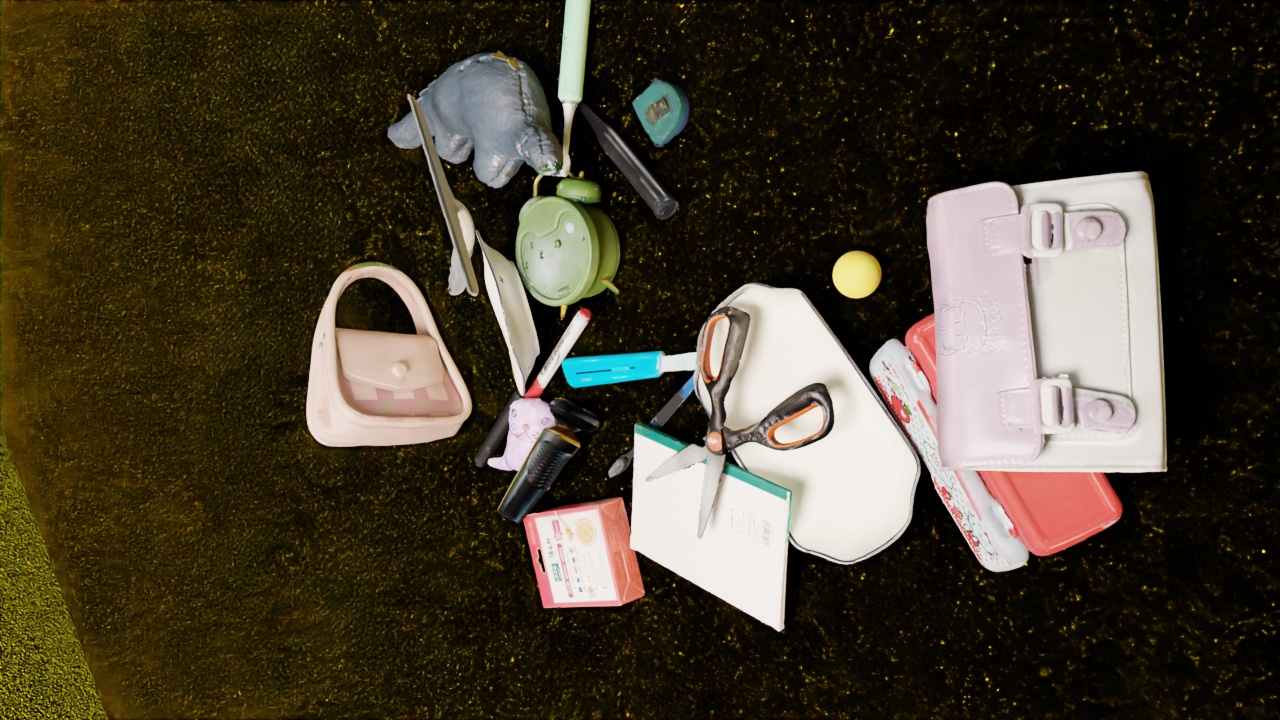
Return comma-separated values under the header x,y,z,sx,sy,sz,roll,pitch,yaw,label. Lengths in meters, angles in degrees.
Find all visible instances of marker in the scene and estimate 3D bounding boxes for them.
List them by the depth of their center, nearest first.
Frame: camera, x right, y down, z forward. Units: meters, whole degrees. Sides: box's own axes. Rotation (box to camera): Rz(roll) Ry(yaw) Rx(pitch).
x,y,z,sx,sy,sz,roll,pitch,yaw,label
-0.096,-0.004,1.056,0.017,0.017,0.146,52,126,23,marker
-0.173,0.084,1.134,0.020,0.022,0.132,31,123,-7,marker

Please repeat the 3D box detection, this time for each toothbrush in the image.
x,y,z,sx,sy,sz,roll,pitch,yaw,label
-0.028,-0.229,0.958,0.027,0.026,0.212,-36,67,2,toothbrush
-0.071,-0.305,0.961,0.027,0.026,0.224,7,93,51,toothbrush
0.017,0.066,0.969,0.014,0.016,0.190,50,125,16,toothbrush

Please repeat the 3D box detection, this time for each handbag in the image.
x,y,z,sx,sy,sz,roll,pitch,yaw,label
0.277,-0.022,0.637,0.145,0.098,0.197,-4,86,23,handbag
-0.322,-0.011,1.152,0.094,0.193,0.234,-24,71,39,handbag

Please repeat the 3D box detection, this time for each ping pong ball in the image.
x,y,z,sx,sy,sz,roll,pitch,yaw,label
0.185,-0.073,0.783,0.040,0.040,0.040,7,101,40,ping pong ball

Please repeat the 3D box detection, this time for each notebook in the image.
x,y,z,sx,sy,sz,roll,pitch,yaw,label
0.064,0.161,0.919,0.209,0.012,0.150,20,117,44,notebook

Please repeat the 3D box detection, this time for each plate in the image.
x,y,z,sx,sy,sz,roll,pitch,yaw,label
0.150,0.053,0.836,0.162,0.034,0.265,-47,66,37,plate
-0.146,-0.054,1.041,0.164,0.034,0.163,99,153,-66,plate

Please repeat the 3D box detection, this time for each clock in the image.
x,y,z,sx,sy,sz,roll,pitch,yaw,label
-0.082,-0.135,0.997,0.116,0.056,0.161,-19,84,41,clock

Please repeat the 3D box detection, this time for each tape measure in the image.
x,y,z,sx,sy,sz,roll,pitch,yaw,label
0.021,-0.249,0.910,0.055,0.025,0.058,-37,73,40,tape measure

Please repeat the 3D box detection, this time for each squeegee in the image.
x,y,z,sx,sy,sz,roll,pitch,yaw,label
-0.211,-0.136,1.068,0.247,0.039,0.246,110,142,-66,squeegee

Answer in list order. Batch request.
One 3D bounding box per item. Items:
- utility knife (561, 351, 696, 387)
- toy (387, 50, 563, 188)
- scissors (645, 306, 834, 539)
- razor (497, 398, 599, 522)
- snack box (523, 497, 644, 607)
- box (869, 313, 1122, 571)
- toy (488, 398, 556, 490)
x,y,z,sx,sy,sz,roll,pitch,yaw,label
-0.006,0.006,0.978,0.210,0.018,0.034,-7,92,41,utility knife
-0.171,-0.271,1.014,0.357,0.091,0.138,27,89,46,toy
0.084,0.060,0.850,0.231,0.021,0.221,-3,91,41,scissors
-0.111,0.116,1.045,0.168,0.062,0.067,-57,22,16,razor
-0.066,0.220,1.046,0.127,0.044,0.113,-15,87,41,snack box
0.272,0.060,0.730,0.112,0.099,0.201,-28,74,5,box
-0.134,0.092,1.086,0.084,0.038,0.108,19,111,13,toy
